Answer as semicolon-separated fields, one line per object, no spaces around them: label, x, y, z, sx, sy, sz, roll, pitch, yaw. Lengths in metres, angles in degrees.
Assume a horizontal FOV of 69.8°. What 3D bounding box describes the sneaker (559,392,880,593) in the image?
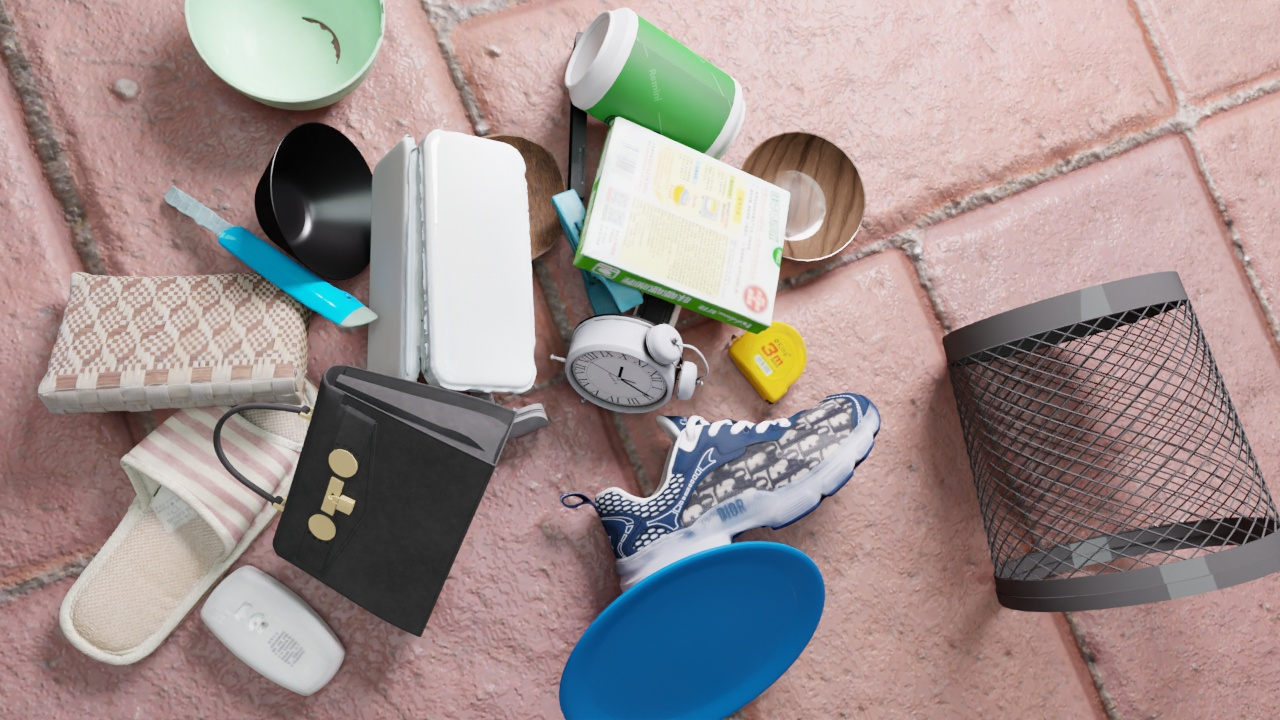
sneaker;0.070;0.088;0.764;0.269;0.103;0.132;-34;83;-8

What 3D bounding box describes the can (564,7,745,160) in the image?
can;0.013;-0.226;0.773;0.139;0.088;0.087;24;79;-27

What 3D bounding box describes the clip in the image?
clip;-0.035;-0.072;0.776;0.033;0.120;0.122;-28;57;-12

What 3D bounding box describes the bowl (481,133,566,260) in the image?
bowl;-0.115;-0.136;0.790;0.102;0.026;0.114;-4;84;-9

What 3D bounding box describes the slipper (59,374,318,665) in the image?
slipper;-0.349;0.112;0.709;0.115;0.052;0.262;34;79;-5

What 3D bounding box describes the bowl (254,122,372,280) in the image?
bowl;-0.270;-0.124;0.737;0.053;0.124;0.124;-4;83;23

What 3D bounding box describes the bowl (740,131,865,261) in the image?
bowl;0.141;-0.144;0.830;0.119;0.032;0.119;1;83;-9

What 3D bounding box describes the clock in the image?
clock;-0.004;0.004;0.747;0.123;0.094;0.035;-3;51;26

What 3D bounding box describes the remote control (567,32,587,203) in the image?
remote control;-0.054;-0.210;0.805;0.013;0.034;0.150;3;83;-9

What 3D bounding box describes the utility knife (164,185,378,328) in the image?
utility knife;-0.300;-0.084;0.731;0.220;0.015;0.031;34;50;12

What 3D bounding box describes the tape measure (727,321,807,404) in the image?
tape measure;0.115;-0.005;0.810;0.058;0.030;0.068;-40;93;-12

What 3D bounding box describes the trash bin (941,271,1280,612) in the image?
trash bin;0.375;0.065;0.756;0.217;0.218;0.227;-12;81;-11

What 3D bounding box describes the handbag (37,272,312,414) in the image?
handbag;-0.349;-0.016;0.710;0.185;0.047;0.124;-2;52;-9

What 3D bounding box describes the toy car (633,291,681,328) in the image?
toy car;0.020;-0.050;0.796;0.039;0.039;0.113;16;79;19

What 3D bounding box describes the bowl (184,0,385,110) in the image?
bowl;-0.283;-0.270;0.753;0.151;0.077;0.151;1;83;-9

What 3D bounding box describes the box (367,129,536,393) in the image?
box;-0.152;-0.072;0.740;0.105;0.129;0.210;5;81;-37

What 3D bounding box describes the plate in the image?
plate;0.040;0.218;0.713;0.224;0.024;0.225;-14;129;-18

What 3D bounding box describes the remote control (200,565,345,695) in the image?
remote control;-0.285;0.213;0.719;0.114;0.028;0.060;39;79;-3

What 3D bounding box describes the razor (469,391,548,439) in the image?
razor;-0.137;0.015;0.764;0.088;0.047;0.116;-19;79;-11

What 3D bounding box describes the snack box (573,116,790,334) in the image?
snack box;0.038;-0.109;0.748;0.168;0.027;0.131;20;66;-17

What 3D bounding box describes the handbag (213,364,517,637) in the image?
handbag;-0.218;0.086;0.676;0.195;0.072;0.176;23;118;-6
